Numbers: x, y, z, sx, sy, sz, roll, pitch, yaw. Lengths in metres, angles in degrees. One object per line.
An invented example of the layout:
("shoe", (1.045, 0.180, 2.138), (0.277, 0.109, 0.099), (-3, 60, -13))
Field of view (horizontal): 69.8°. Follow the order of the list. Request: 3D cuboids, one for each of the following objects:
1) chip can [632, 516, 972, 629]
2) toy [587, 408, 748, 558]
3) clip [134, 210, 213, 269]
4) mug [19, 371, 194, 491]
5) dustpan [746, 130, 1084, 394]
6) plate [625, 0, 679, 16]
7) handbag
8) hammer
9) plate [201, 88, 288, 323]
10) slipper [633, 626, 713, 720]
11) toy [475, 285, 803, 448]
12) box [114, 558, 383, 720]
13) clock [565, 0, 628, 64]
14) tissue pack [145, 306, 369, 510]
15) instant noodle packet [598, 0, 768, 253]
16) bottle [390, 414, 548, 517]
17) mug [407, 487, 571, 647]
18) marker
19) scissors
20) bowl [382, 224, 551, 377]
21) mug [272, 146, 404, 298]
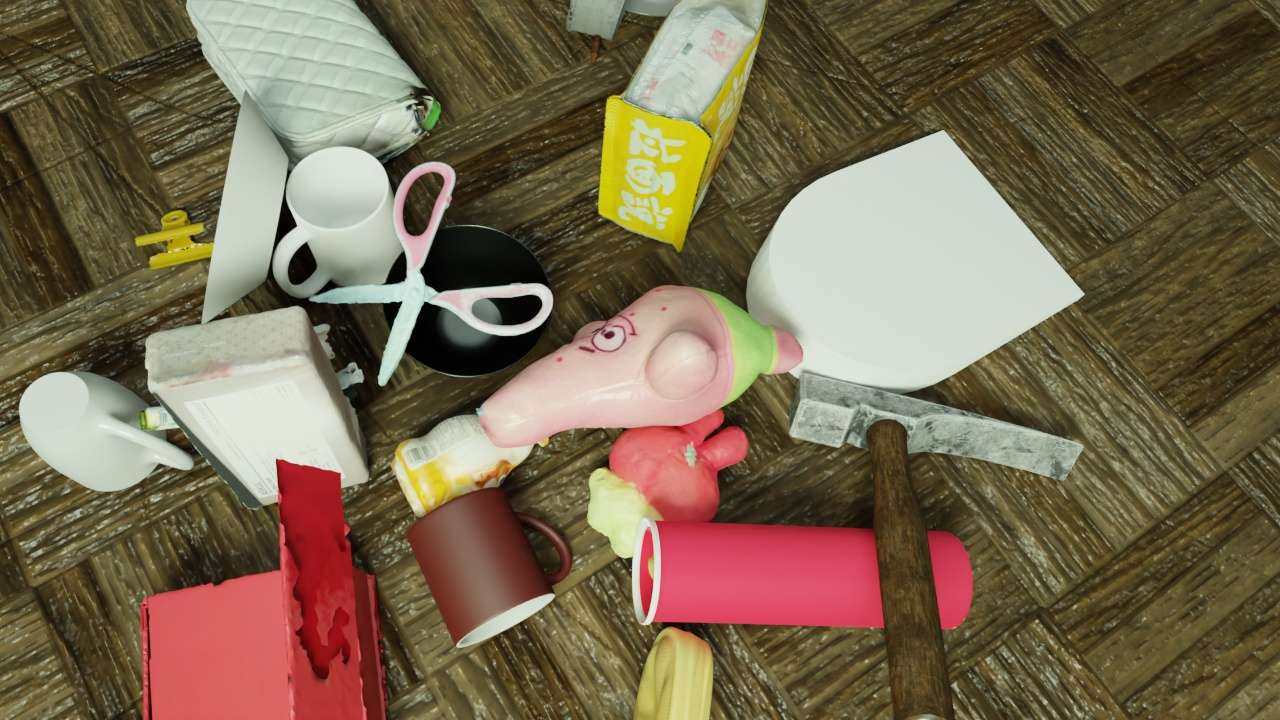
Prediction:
("chip can", (0.109, 0.146, 0.625), (0.220, 0.069, 0.069), (4, 66, -11))
("toy", (0.020, 0.084, 0.673), (0.091, 0.045, 0.135), (41, 72, 15))
("clip", (-0.372, -0.100, 0.735), (0.054, 0.048, 0.046), (-15, 94, -9))
("mug", (-0.367, 0.050, 0.636), (0.107, 0.089, 0.071), (17, 67, 3))
("dustpan", (0.212, -0.072, 0.768), (0.257, 0.053, 0.191), (-24, 70, -26))
("plate", (0.017, -0.411, 0.900), (0.178, 0.012, 0.178), (1, 67, -3))
("handbag", (-0.279, -0.247, 0.780), (0.138, 0.073, 0.195), (-31, 72, -25))
("hammer", (0.205, 0.124, 0.592), (0.218, 0.037, 0.299), (13, 33, 1))
("plate", (-0.287, -0.108, 0.676), (0.036, 0.174, 0.173), (11, 65, -24))
("slipper", (-0.020, 0.287, 0.554), (0.078, 0.100, 0.262), (22, 62, -9))
("toy", (-0.004, 0.004, 0.649), (0.236, 0.192, 0.097), (-19, 103, -23))
("box", (-0.302, 0.294, 0.661), (0.148, 0.376, 0.212), (4, 62, -38))
("clock", (-0.028, -0.351, 0.827), (0.056, 0.104, 0.147), (21, 62, -6))
("tissue pack", (-0.238, 0.029, 0.606), (0.104, 0.182, 0.071), (-14, 58, -9))
("instant noodle packet", (0.056, -0.222, 0.741), (0.084, 0.163, 0.221), (27, 68, 8))
("bottle", (-0.121, 0.068, 0.660), (0.108, 0.063, 0.063), (-27, 72, -15))
("mug", (-0.097, 0.137, 0.635), (0.105, 0.073, 0.082), (-13, 66, -41))
("marker", (-0.275, 0.033, 0.652), (0.146, 0.017, 0.017), (-6, 64, -39))
("scissors", (-0.142, -0.056, 0.666), (0.175, 0.013, 0.170), (19, 76, -11))
("bowl", (-0.132, -0.037, 0.707), (0.124, 0.053, 0.124), (3, 70, -8))
("mug", (-0.236, -0.096, 0.706), (0.074, 0.091, 0.110), (37, 69, 11))
